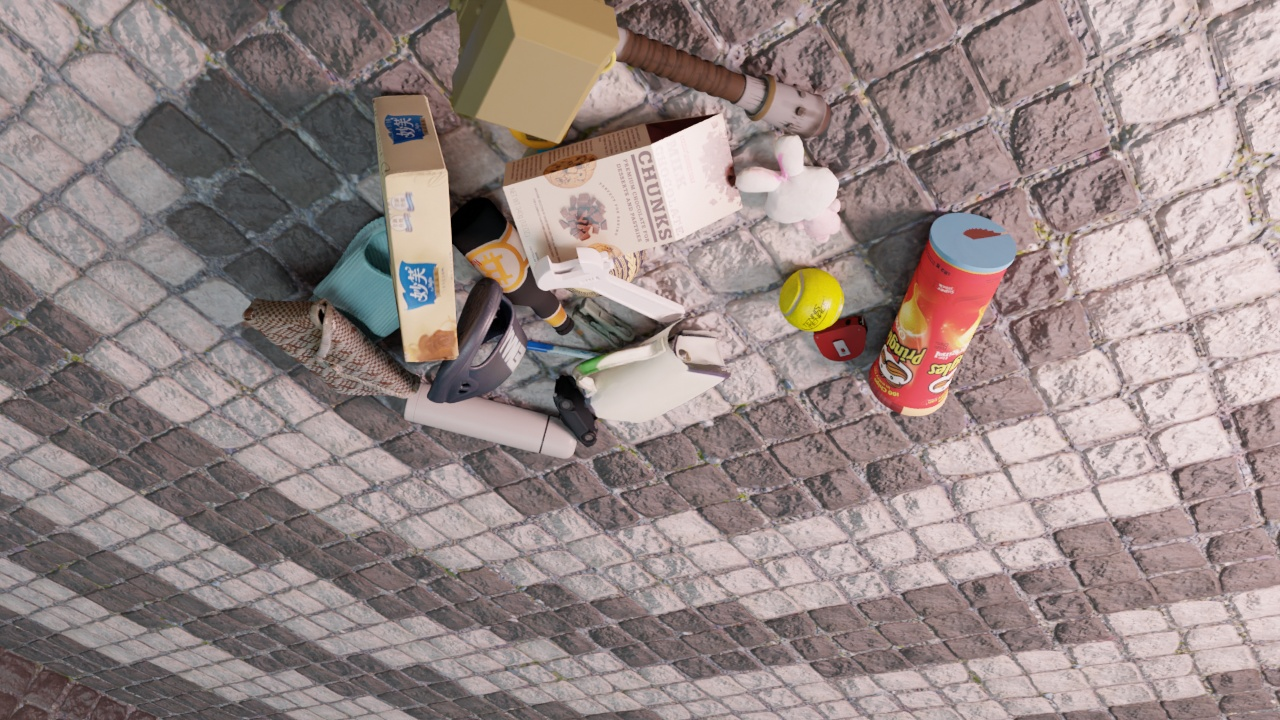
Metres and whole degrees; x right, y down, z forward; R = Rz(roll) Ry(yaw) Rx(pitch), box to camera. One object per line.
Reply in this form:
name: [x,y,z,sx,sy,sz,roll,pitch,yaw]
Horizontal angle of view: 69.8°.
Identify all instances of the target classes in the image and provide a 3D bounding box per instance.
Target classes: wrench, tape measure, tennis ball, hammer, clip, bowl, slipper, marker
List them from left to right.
slipper: [-0.319,-0.064,1.057,0.116,0.069,0.277,33,134,-28]
slipper: [-0.180,-0.001,1.027,0.083,0.110,0.269,25,157,-12]
tape measure: [-0.096,-0.227,0.858,0.068,0.030,0.059,6,136,6]
marker: [-0.095,-0.012,1.110,0.142,0.013,0.013,9,138,0]
bowl: [-0.053,-0.106,0.959,0.112,0.061,0.113,6,138,5]
clip: [-0.042,-0.042,1.058,0.076,0.023,0.043,35,134,-23]
wrench: [-0.018,-0.069,0.921,0.066,0.018,0.273,-20,164,22]
hammer: [0.019,-0.243,0.743,0.324,0.190,0.101,11,142,-28]
tennis ball: [0.178,-0.063,0.957,0.065,0.065,0.065,6,138,5]
tape measure: [0.229,-0.022,1.027,0.059,0.019,0.051,-16,132,26]

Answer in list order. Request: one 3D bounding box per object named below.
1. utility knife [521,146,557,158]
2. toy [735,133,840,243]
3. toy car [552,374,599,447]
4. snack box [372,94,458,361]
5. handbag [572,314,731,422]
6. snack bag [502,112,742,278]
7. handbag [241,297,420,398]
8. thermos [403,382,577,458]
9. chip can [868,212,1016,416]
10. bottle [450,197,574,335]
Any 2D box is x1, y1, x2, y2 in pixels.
utility knife: [-0.016,-0.180,0.905,0.207,0.015,0.031,16,139,-2]
toy: [0.150,-0.160,0.876,0.076,0.037,0.125,-33,130,28]
toy car: [-0.084,0.066,1.168,0.034,0.046,0.112,-13,135,18]
snack box: [-0.215,-0.124,0.879,0.055,0.153,0.208,-7,132,-16]
handbag: [-0.006,0.006,1.032,0.152,0.074,0.175,-32,154,36]
snack bag: [-0.014,-0.159,0.860,0.206,0.069,0.094,-15,120,4]
handbag: [-0.355,-0.008,1.064,0.124,0.046,0.186,3,150,28]
thermos: [-0.192,0.080,1.199,0.224,0.052,0.052,15,138,-5]
chip can: [0.304,-0.042,0.941,0.087,0.086,0.214,9,137,2]
bottle: [-0.131,-0.092,0.992,0.059,0.059,0.181,-18,131,28]
